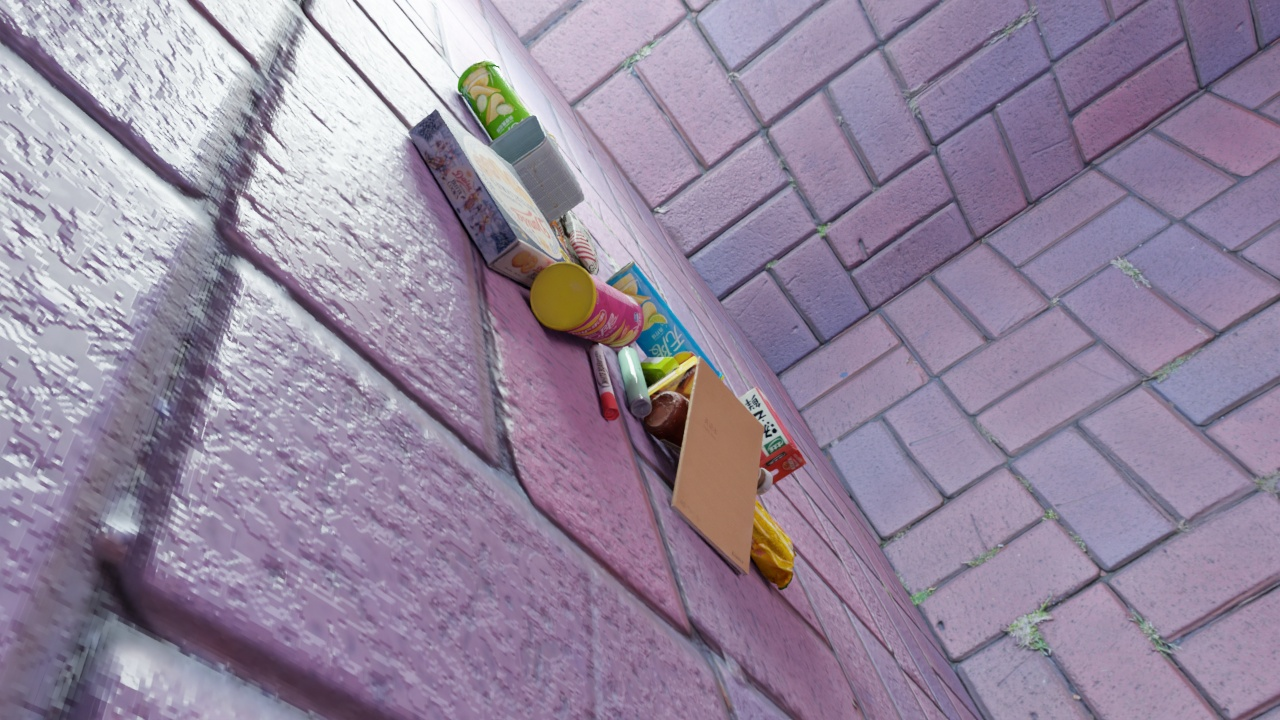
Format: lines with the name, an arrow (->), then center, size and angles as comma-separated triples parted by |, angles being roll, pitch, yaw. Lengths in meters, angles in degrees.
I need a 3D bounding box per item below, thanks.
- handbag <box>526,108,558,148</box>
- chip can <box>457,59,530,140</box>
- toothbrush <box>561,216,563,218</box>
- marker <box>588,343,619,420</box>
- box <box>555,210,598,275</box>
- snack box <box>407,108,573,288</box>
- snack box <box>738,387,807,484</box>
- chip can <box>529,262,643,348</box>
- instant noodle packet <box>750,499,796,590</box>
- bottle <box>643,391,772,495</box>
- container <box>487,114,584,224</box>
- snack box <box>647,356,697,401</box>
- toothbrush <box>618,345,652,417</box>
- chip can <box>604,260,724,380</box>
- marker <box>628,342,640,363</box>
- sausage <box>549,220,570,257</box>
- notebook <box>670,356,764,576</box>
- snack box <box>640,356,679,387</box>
handbag -> -0.158, -0.317, 1.467 | 0.179, 0.063, 0.163 | 58, 11, -3
chip can -> -0.186, -0.336, 1.341 | 0.221, 0.073, 0.072 | 57, 10, 8
toothbrush -> -0.122, -0.213, 1.414 | 0.189, 0.014, 0.017 | 50, -1, -29
marker -> -0.041, 0.021, 1.001 | 0.017, 0.017, 0.145 | 50, 11, -29
box -> -0.096, -0.163, 1.307 | 0.164, 0.060, 0.072 | -105, 178, -61
snack box -> -0.152, -0.164, 1.001 | 0.182, 0.046, 0.178 | 57, 10, 15
snack box -> 0.157, 0.122, 1.328 | 0.127, 0.113, 0.044 | 61, 10, 30
chip can -> -0.054, -0.057, 1.039 | 0.071, 0.071, 0.210 | 57, 9, 12
instant noodle packet -> 0.152, 0.222, 1.175 | 0.128, 0.044, 0.110 | 51, 16, -1
bottle -> 0.090, 0.108, 1.122 | 0.206, 0.060, 0.059 | 37, 19, -34
container -> -0.140, -0.249, 1.233 | 0.111, 0.090, 0.090 | 52, 10, -40
snack box -> 0.075, 0.074, 1.169 | 0.140, 0.087, 0.033 | 52, 10, -19
toothbrush -> -0.013, 0.008, 1.155 | 0.027, 0.026, 0.224 | 28, 19, -19
chip can -> 0.027, -0.037, 1.287 | 0.210, 0.071, 0.071 | 52, 10, -7
marker -> -0.007, 0.007, 1.210 | 0.017, 0.017, 0.145 | 51, 10, -22
sausage -> -0.115, -0.161, 1.243 | 0.021, 0.021, 0.165 | 47, 12, -39
notebook -> 0.093, 0.119, 1.059 | 0.149, 0.012, 0.210 | 47, 40, -33
snack box -> 0.063, 0.062, 1.227 | 0.156, 0.026, 0.086 | 52, -19, -16
